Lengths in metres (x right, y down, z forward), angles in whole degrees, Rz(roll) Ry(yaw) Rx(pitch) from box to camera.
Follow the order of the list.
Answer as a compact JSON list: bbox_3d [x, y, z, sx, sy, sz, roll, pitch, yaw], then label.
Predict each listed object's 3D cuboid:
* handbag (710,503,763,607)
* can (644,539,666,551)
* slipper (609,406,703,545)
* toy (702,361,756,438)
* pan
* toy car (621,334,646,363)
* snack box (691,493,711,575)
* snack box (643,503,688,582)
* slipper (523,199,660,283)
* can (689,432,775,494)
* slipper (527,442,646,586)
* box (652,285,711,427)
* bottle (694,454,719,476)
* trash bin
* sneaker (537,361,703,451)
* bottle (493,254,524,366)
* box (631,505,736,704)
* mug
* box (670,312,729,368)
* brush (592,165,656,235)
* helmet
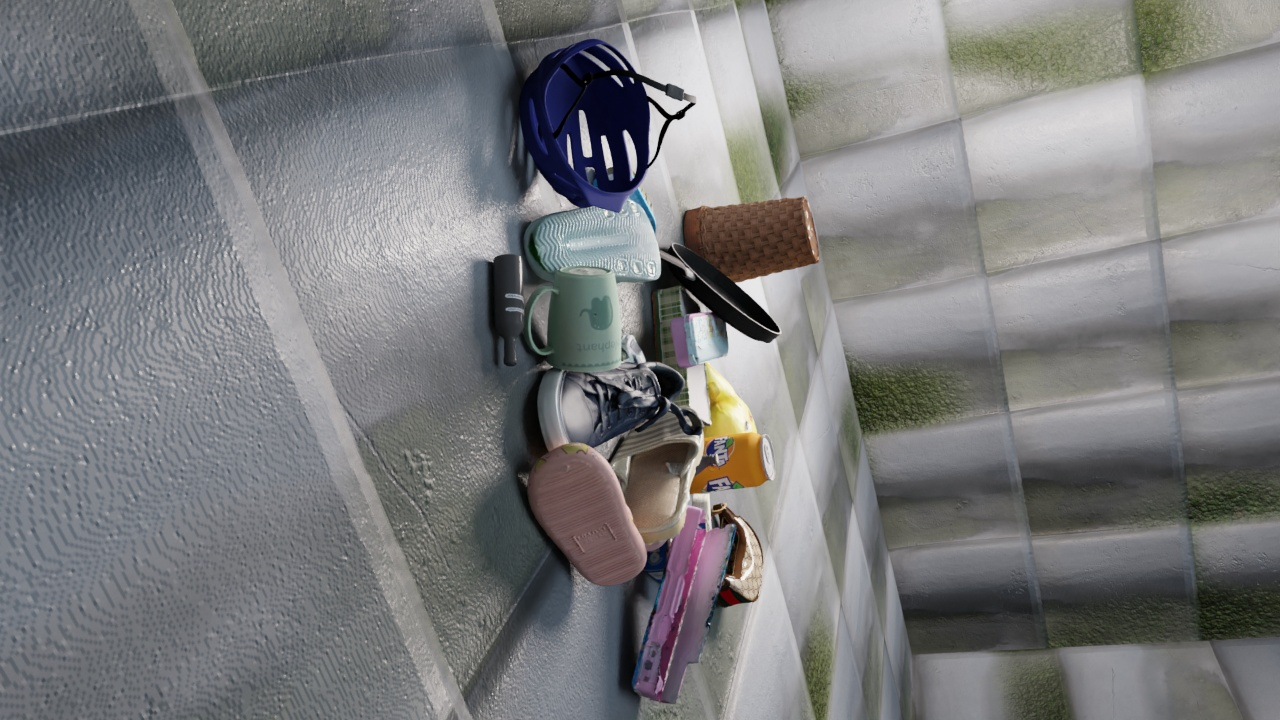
[{"bbox_3d":[0.141,0.303,1.456,0.138,0.063,0.166,58,28,-26],"label":"handbag"},{"bbox_3d":[0.013,0.194,1.145,0.076,0.067,0.067,-36,114,-68],"label":"can"},{"bbox_3d":[0.021,0.128,1.121,0.272,0.115,0.054,-73,145,-60],"label":"slipper"},{"bbox_3d":[0.130,0.087,1.486,0.133,0.092,0.207,14,58,-78],"label":"toy"},{"bbox_3d":[0.095,-0.119,1.419,0.225,0.034,0.355,48,17,31],"label":"pan"},{"bbox_3d":[-0.007,0.007,1.235,0.038,0.027,0.090,-64,139,-61],"label":"toy car"},{"bbox_3d":[0.087,0.248,1.316,0.150,0.026,0.082,-52,138,-81],"label":"snack box"},{"bbox_3d":[0.037,0.223,1.241,0.087,0.034,0.151,52,34,-54],"label":"snack box"},{"bbox_3d":[-0.060,-0.137,1.107,0.244,0.074,0.104,-14,93,-54],"label":"slipper"},{"bbox_3d":[0.119,0.150,1.337,0.079,0.143,0.079,-9,90,-69],"label":"can"},{"bbox_3d":[-0.057,0.156,0.973,0.081,0.093,0.197,-105,175,-56],"label":"slipper"},{"bbox_3d":[0.063,-0.002,1.399,0.117,0.050,0.205,33,51,-66],"label":"box"},{"bbox_3d":[0.049,0.137,1.205,0.036,0.110,0.036,-9,90,-69],"label":"bottle"},{"bbox_3d":[0.199,-0.216,1.625,0.151,0.210,0.151,-10,90,-70],"label":"trash bin"},{"bbox_3d":[-0.016,0.049,1.059,0.294,0.127,0.120,-19,97,-67],"label":"sneaker"},{"bbox_3d":[-0.132,-0.049,0.925,0.030,0.030,0.113,31,52,-64],"label":"bottle"},{"bbox_3d":[0.060,0.300,1.118,0.085,0.077,0.229,71,33,-60],"label":"box"},{"bbox_3d":[-0.074,-0.046,0.994,0.111,0.084,0.104,-8,109,-29],"label":"mug"},{"bbox_3d":[0.093,-0.034,1.369,0.213,0.036,0.076,-14,94,-72],"label":"box"},{"bbox_3d":[-0.015,-0.205,1.270,0.136,0.055,0.075,56,27,-49],"label":"brush"},{"bbox_3d":[-0.035,-0.286,1.025,0.147,0.228,0.241,10,65,-36],"label":"helmet"}]
